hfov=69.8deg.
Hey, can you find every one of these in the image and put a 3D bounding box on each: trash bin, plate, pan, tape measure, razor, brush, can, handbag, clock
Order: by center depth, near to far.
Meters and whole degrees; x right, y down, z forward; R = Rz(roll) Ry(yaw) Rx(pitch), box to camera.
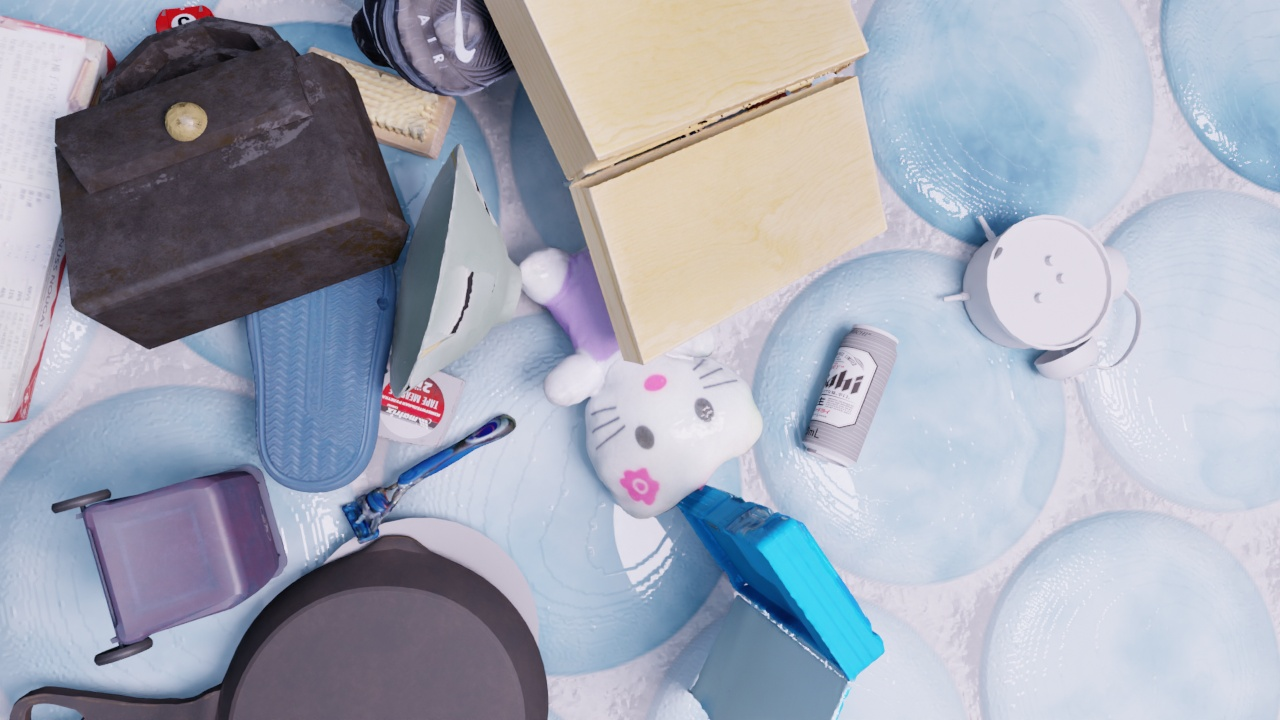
[{"bbox_3d":[-0.288,0.118,0.585,0.092,0.161,0.094,-16,89,-15],"label":"trash bin"},{"bbox_3d":[-0.277,-0.140,0.602,0.197,0.102,0.199,-21,73,-3],"label":"handbag"},{"bbox_3d":[-0.241,0.246,0.624,0.356,0.043,0.248,3,86,-8],"label":"pan"},{"bbox_3d":[-0.162,0.201,0.671,0.172,0.019,0.172,0,87,-8],"label":"plate"},{"bbox_3d":[-0.153,0.079,0.673,0.140,0.044,0.018,-34,133,-14],"label":"razor"},{"bbox_3d":[-0.200,-0.192,0.677,0.117,0.039,0.049,19,85,-2],"label":"brush"},{"bbox_3d":[-0.167,0.032,0.679,0.060,0.020,0.062,18,83,-1],"label":"tape measure"},{"bbox_3d":[0.164,0.028,0.715,0.044,0.044,0.106,23,84,-6],"label":"can"},{"bbox_3d":[0.334,-0.051,0.735,0.159,0.061,0.120,26,83,-5],"label":"clock"}]

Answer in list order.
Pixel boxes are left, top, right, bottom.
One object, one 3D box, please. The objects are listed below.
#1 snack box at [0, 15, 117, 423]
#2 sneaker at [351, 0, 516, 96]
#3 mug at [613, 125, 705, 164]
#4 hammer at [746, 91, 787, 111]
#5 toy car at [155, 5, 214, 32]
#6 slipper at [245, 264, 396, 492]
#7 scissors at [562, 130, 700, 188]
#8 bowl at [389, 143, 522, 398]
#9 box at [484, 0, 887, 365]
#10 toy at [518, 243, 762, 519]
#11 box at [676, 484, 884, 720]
[{"bbox_3d":[-0.438,-0.097,0.637,0.076,0.044,0.273,12,86,-13],"label":"snack box"},{"bbox_3d":[-0.101,-0.266,0.661,0.251,0.151,0.097,-40,128,-30],"label":"sneaker"},{"bbox_3d":[0.003,-0.202,0.670,0.081,0.111,0.085,-23,84,-11],"label":"mug"},{"bbox_3d":[0.088,-0.226,0.726,0.126,0.036,0.315,-24,91,-6],"label":"hammer"},{"bbox_3d":[-0.326,-0.215,0.667,0.038,0.025,0.089,-10,88,-9],"label":"toy car"},{"bbox_3d":[-0.225,-0.011,0.654,0.103,0.059,0.213,-4,73,-11],"label":"slipper"},{"bbox_3d":[0.001,-0.150,0.720,0.134,0.016,0.073,2,91,-3],"label":"scissors"},{"bbox_3d":[-0.118,-0.054,0.624,0.068,0.174,0.174,14,85,-21],"label":"bowl"},{"bbox_3d":[0.052,-0.162,0.617,0.246,0.076,0.257,-29,112,-28],"label":"box"},{"bbox_3d":[-0.004,0.004,0.673,0.137,0.085,0.209,-25,89,-6],"label":"toy"},{"bbox_3d":[0.082,0.167,0.594,0.075,0.244,0.167,-3,87,-8],"label":"box"}]
